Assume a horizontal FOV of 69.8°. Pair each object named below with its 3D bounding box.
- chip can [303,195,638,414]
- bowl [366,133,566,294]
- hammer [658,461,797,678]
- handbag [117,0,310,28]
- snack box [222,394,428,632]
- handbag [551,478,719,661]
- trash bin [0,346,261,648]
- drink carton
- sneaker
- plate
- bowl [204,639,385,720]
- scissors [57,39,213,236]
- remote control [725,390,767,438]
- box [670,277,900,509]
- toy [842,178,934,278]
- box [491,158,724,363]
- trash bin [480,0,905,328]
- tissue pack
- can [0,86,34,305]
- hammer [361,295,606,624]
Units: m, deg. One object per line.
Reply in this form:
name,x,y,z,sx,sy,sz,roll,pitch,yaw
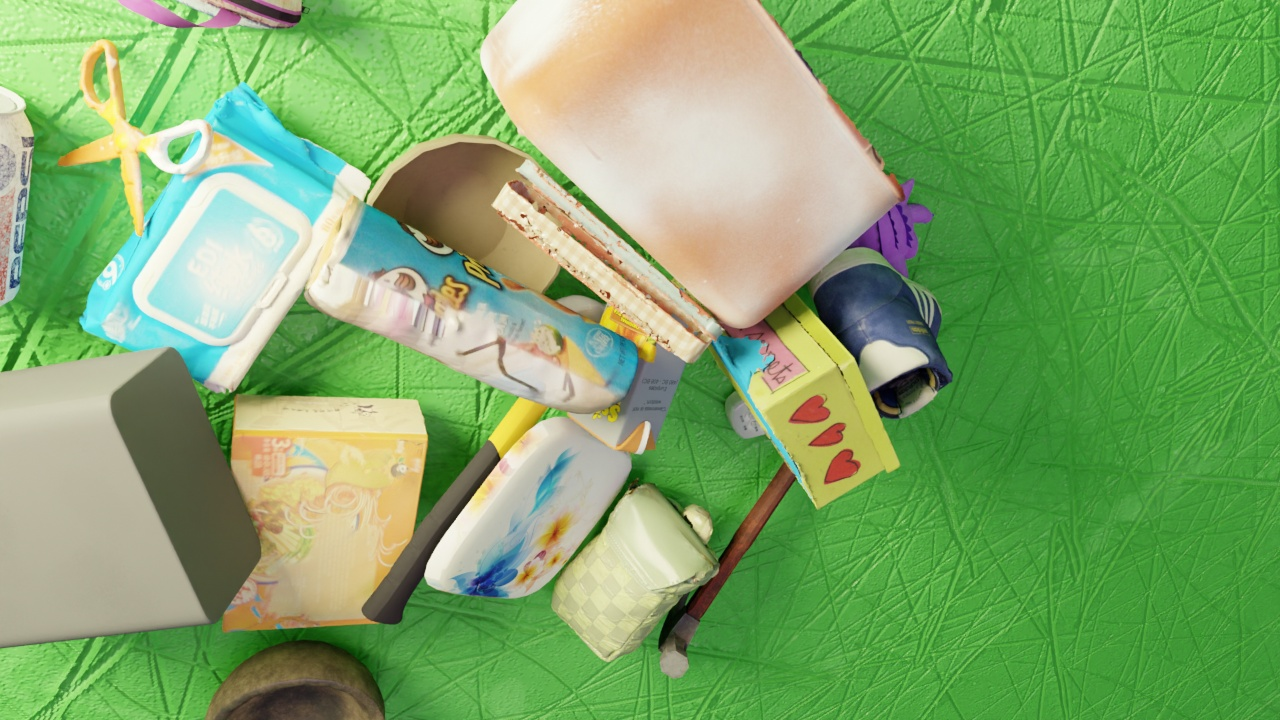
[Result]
chip can,-0.114,-0.028,0.646,0.229,0.079,0.080,27,108,-23
bowl,-0.134,-0.100,0.692,0.152,0.050,0.152,-11,122,-18
hammer,0.108,0.172,0.922,0.028,0.111,0.301,33,96,-2
handbag,-0.257,-0.220,0.509,0.144,0.170,0.068,21,110,-28
snack box,-0.267,0.123,0.763,0.145,0.080,0.196,3,118,-24
handbag,0.001,0.204,0.897,0.116,0.113,0.187,-8,142,-52
trash bin,-0.413,0.101,0.641,0.220,0.097,0.192,-8,114,7
drink carton,-0.004,0.004,0.736,0.048,0.076,0.125,4,111,-47
sneaker,0.228,0.000,0.785,0.091,0.118,0.233,-30,150,18
plate,-0.088,0.139,0.811,0.187,0.016,0.187,-53,149,3
bowl,-0.328,0.334,0.873,0.162,0.070,0.162,-8,122,-14
scissors,-0.327,-0.143,0.589,0.130,0.011,0.125,-2,98,18
remote control,0.136,0.034,0.880,0.114,0.028,0.060,-24,124,-5
box,0.111,0.003,0.738,0.082,0.221,0.124,-33,122,1
toy,0.213,-0.111,0.803,0.106,0.056,0.088,-25,125,-5
box,-0.025,-0.064,0.644,0.187,0.060,0.057,40,60,2
trash bin,0.029,-0.165,0.636,0.157,0.181,0.259,-42,125,10
tissue pack,-0.290,-0.080,0.647,0.117,0.066,0.209,32,103,-31
can,-0.431,-0.103,0.575,0.078,0.078,0.136,11,115,-24
hammer,-0.124,0.083,0.758,0.323,0.029,0.127,-53,142,0
